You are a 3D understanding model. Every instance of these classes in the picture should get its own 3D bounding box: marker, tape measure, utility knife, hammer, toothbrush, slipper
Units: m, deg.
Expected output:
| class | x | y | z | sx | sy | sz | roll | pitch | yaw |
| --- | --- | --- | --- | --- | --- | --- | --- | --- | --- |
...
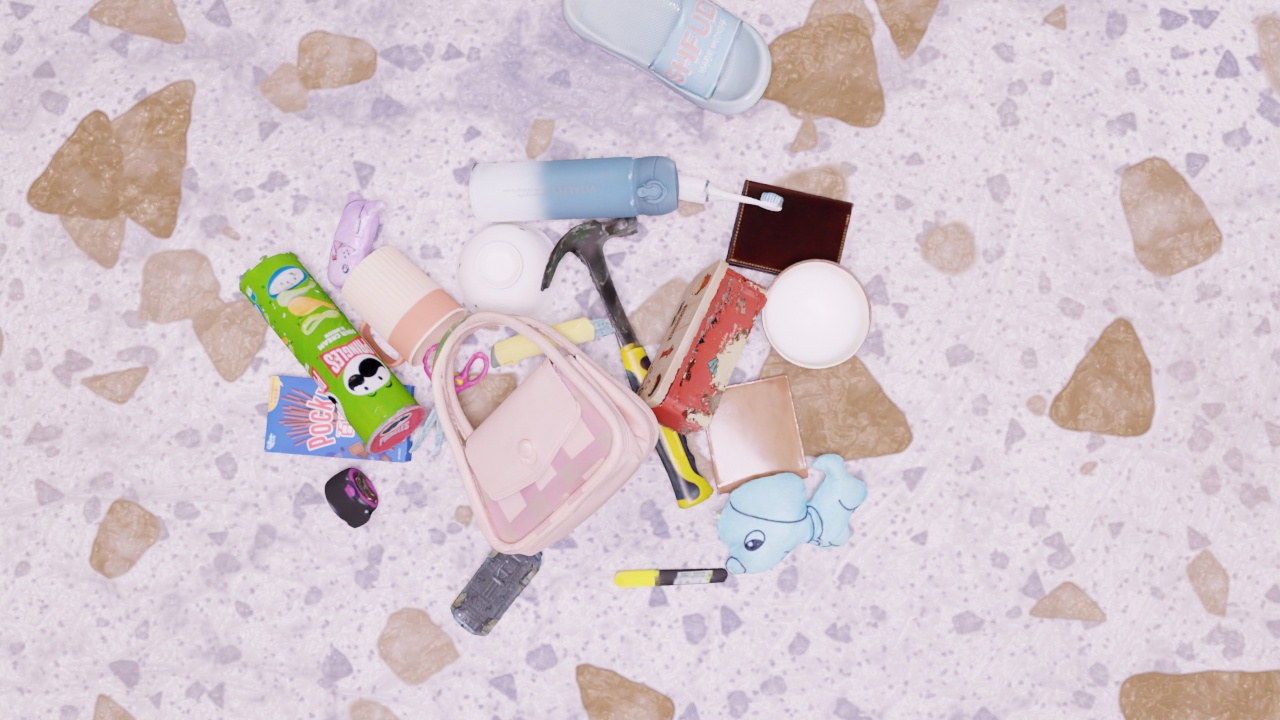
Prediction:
| class | x | y | z | sx | sy | sz | roll | pitch | yaw |
| --- | --- | --- | --- | --- | --- | --- | --- | --- | --- |
| marker | 0.033 | 0.234 | 0.993 | 0.124 | 0.015 | 0.018 | -2 | 89 | -2 |
| tape measure | -0.307 | 0.144 | 0.982 | 0.039 | 0.057 | 0.058 | -33 | 104 | 3 |
| utility knife | -0.098 | -0.019 | 0.959 | 0.173 | 0.018 | 0.031 | -12 | 102 | 39 |
| hammer | -0.006 | 0.006 | 0.980 | 0.126 | 0.032 | 0.323 | -23 | 91 | -21 |
| toothbrush | 0.043 | -0.187 | 0.988 | 0.221 | 0.027 | 0.026 | 12 | 82 | 8 |
| slipper | 0.029 | -0.354 | 0.982 | 0.245 | 0.074 | 0.104 | 26 | 88 | 4 |

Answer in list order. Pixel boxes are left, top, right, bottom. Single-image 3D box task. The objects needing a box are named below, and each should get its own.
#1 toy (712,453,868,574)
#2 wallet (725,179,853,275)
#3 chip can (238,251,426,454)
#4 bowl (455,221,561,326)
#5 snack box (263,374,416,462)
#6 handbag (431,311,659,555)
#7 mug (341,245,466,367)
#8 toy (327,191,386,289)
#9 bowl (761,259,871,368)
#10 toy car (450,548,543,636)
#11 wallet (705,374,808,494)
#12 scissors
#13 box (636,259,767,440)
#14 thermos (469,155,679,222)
| class | x | y | z | sx | sy | sz | roll | pitch | yaw |
| --- | --- | --- | --- | --- | --- | --- | --- | --- | --- |
| toy | 0.153 | 0.164 | 0.971 | 0.156 | 0.050 | 0.161 | 21 | 99 | -10 |
| wallet | 0.162 | -0.138 | 0.999 | 0.122 | 0.020 | 0.096 | 13 | 91 | 2 |
| chip can | -0.324 | -0.011 | 0.962 | 0.072 | 0.072 | 0.236 | -42 | 77 | 0 |
| bowl | -0.147 | -0.097 | 0.983 | 0.118 | 0.065 | 0.118 | 0 | 89 | 1 |
| snack box | -0.327 | 0.063 | 1.000 | 0.157 | 0.026 | 0.084 | 4 | 87 | 1 |
| handbag | -0.116 | 0.056 | 0.909 | 0.194 | 0.093 | 0.234 | -44 | 77 | 21 |
| mug | -0.261 | -0.049 | 0.983 | 0.106 | 0.081 | 0.115 | 43 | 119 | 4 |
| toy | -0.309 | -0.127 | 0.992 | 0.084 | 0.039 | 0.108 | 18 | 89 | 47 |
| bowl | 0.183 | -0.047 | 0.974 | 0.113 | 0.062 | 0.113 | 0 | 88 | 3 |
| toy car | -0.154 | 0.241 | 0.987 | 0.054 | 0.036 | 0.121 | 37 | 99 | 2 |
| wallet | 0.122 | 0.080 | 0.993 | 0.101 | 0.020 | 0.115 | -10 | 86 | 1 |
| scissors | -0.219 | 0.041 | 0.984 | 0.096 | 0.017 | 0.137 | 34 | 88 | -42 |
| box | 0.068 | -0.008 | 0.942 | 0.079 | 0.091 | 0.168 | 29 | 74 | -12 |
| thermos | -0.068 | -0.180 | 0.962 | 0.221 | 0.070 | 0.070 | 0 | 88 | 13 |
